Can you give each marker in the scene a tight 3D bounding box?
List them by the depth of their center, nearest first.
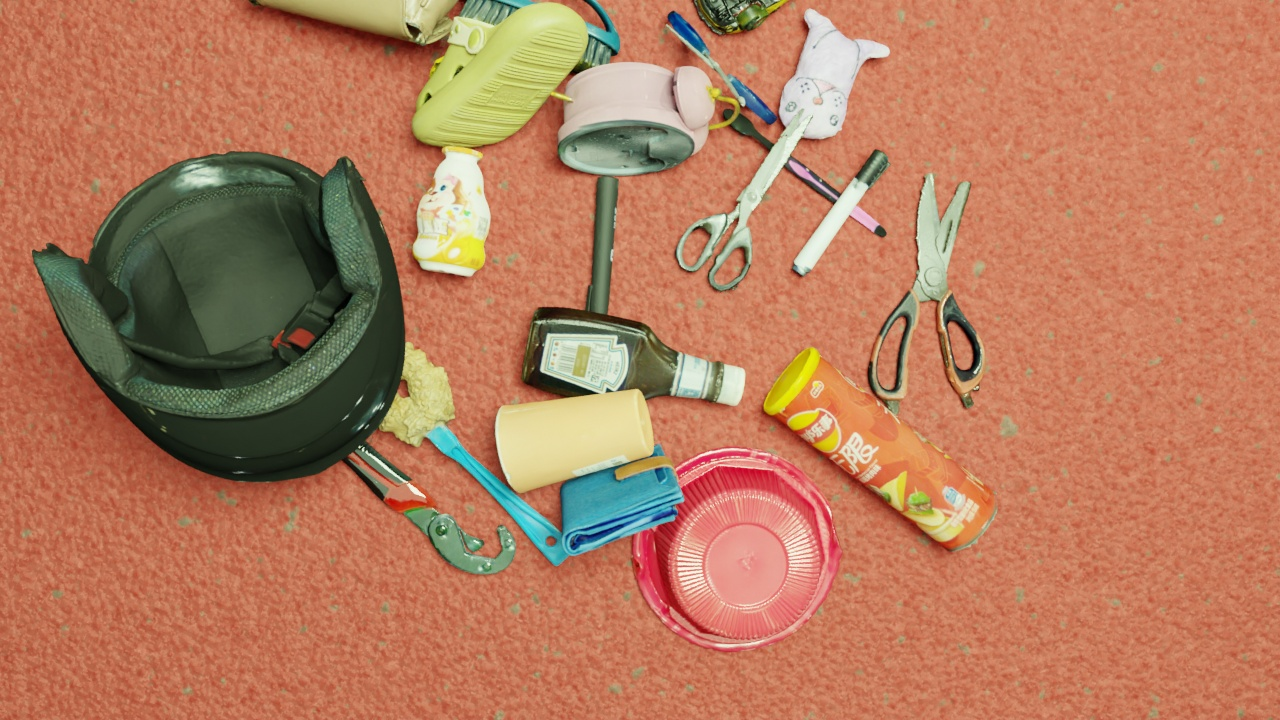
[{"bbox_3d":[-0.035,-0.100,0.829,0.022,0.020,0.132,4,93,-18],"label":"marker"},{"bbox_3d":[0.182,-0.132,0.831,0.022,0.018,0.131,32,99,-17],"label":"marker"}]

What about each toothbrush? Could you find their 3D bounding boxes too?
[{"bbox_3d":[0.151,-0.170,0.840,0.189,0.018,0.014,36,91,-7],"label":"toothbrush"}]

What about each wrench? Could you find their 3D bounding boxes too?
[{"bbox_3d":[-0.228,0.104,0.830,0.273,0.016,0.056,39,88,-4],"label":"wrench"}]

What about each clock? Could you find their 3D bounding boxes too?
[{"bbox_3d":[0.006,-0.205,0.781,0.158,0.117,0.059,-2,81,-1],"label":"clock"}]

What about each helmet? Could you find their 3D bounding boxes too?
[{"bbox_3d":[-0.306,-0.039,0.719,0.233,0.231,0.274,-20,51,-17],"label":"helmet"}]

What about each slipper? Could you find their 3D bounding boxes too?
[{"bbox_3d":[-0.120,-0.245,0.758,0.191,0.091,0.081,-27,72,41],"label":"slipper"}]

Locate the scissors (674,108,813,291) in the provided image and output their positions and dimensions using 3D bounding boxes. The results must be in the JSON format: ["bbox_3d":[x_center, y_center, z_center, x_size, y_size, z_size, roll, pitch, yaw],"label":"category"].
[{"bbox_3d":[0.091,-0.149,0.820,0.137,0.014,0.175,-1,102,4],"label":"scissors"}]

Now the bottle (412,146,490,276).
[{"bbox_3d":[-0.162,-0.130,0.801,0.063,0.063,0.108,8,91,-3],"label":"bottle"}]

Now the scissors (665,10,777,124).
[{"bbox_3d":[0.067,-0.247,0.778,0.012,0.172,0.162,-43,129,19],"label":"scissors"}]

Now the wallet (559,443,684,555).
[{"bbox_3d":[-0.019,0.115,0.781,0.106,0.133,0.040,-21,102,-1],"label":"wallet"}]

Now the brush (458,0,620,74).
[{"bbox_3d":[-0.085,-0.300,0.801,0.144,0.055,0.073,18,92,-3],"label":"brush"}]

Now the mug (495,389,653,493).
[{"bbox_3d":[-0.054,0.066,0.794,0.123,0.078,0.078,-12,93,10],"label":"mug"}]

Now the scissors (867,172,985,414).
[{"bbox_3d":[0.274,-0.055,0.848,0.196,0.015,0.215,-38,92,0],"label":"scissors"}]

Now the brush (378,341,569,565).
[{"bbox_3d":[-0.155,0.088,0.826,0.083,0.046,0.254,-44,97,-4],"label":"brush"}]

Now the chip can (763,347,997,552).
[{"bbox_3d":[0.214,0.081,0.823,0.216,0.073,0.073,38,90,-4],"label":"chip can"}]

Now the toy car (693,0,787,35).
[{"bbox_3d":[0.121,-0.350,0.815,0.156,0.041,0.071,-33,93,1],"label":"toy car"}]

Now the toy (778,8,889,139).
[{"bbox_3d":[0.166,-0.248,0.822,0.084,0.039,0.108,23,91,-1],"label":"toy"}]

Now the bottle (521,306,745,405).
[{"bbox_3d":[-0.005,0.005,0.819,0.195,0.044,0.080,12,112,-4],"label":"bottle"}]

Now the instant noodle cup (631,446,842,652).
[{"bbox_3d":[0.091,0.176,0.824,0.194,0.066,0.194,0,91,-3],"label":"instant noodle cup"}]

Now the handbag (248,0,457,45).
[{"bbox_3d":[-0.231,-0.348,0.767,0.204,0.099,0.147,17,88,11],"label":"handbag"}]
